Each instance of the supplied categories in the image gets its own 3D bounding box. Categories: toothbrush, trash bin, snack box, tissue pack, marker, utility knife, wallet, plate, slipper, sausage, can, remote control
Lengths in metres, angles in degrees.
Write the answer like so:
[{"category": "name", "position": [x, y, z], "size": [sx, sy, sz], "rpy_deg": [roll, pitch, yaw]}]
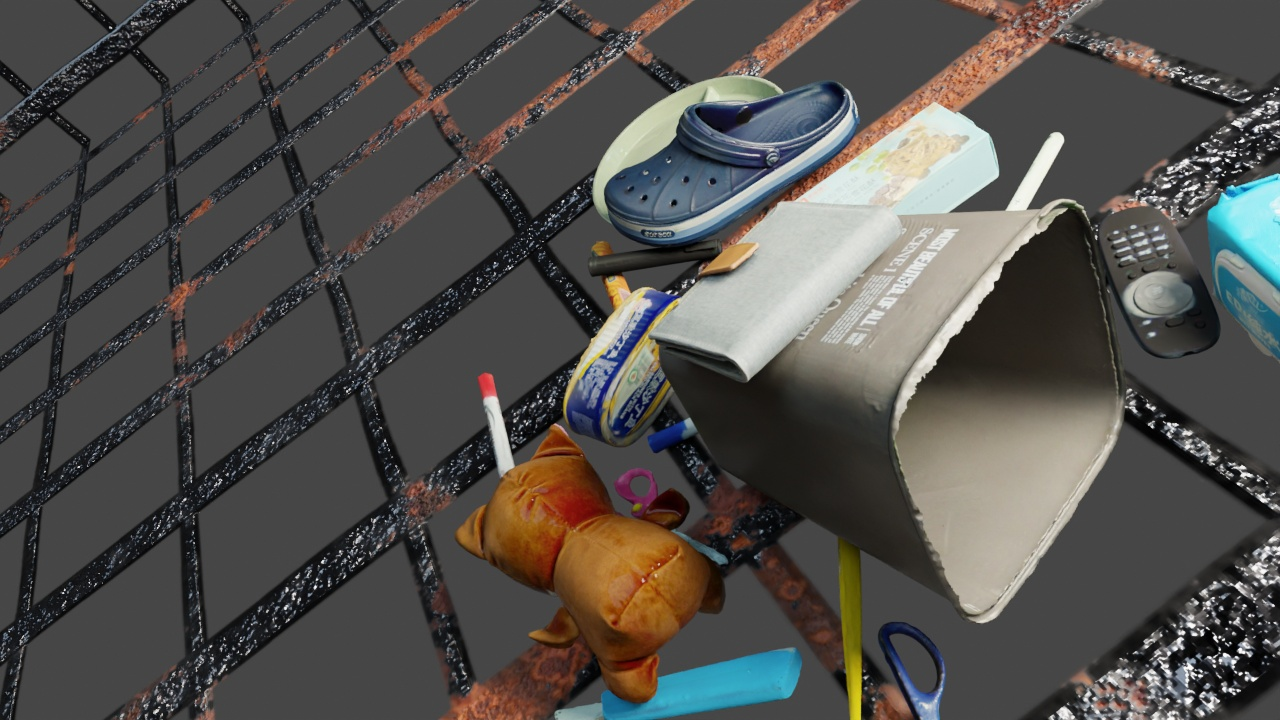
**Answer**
[{"category": "toothbrush", "position": [0.133, 0.175, 0.581], "size": [0.016, 0.016, 0.189], "rpy_deg": [-12, 48, 24]}, {"category": "trash bin", "position": [0.150, 0.010, 0.585], "size": [0.198, 0.199, 0.220], "rpy_deg": [-45, 36, -21]}, {"category": "snack box", "position": [0.208, -0.140, 0.781], "size": [0.175, 0.051, 0.074], "rpy_deg": [-35, 43, 3]}, {"category": "tissue pack", "position": [0.391, -0.038, 0.534], "size": [0.063, 0.090, 0.139], "rpy_deg": [-28, 43, 12]}, {"category": "marker", "position": [0.013, -0.099, 0.884], "size": [0.132, 0.022, 0.020], "rpy_deg": [-7, 79, 15]}, {"category": "toothbrush", "position": [0.290, -0.113, 0.725], "size": [0.020, 0.029, 0.189], "rpy_deg": [36, 72, 4]}, {"category": "utility knife", "position": [0.019, 0.225, 0.616], "size": [0.186, 0.018, 0.034], "rpy_deg": [-19, 30, 22]}, {"category": "wallet", "position": [0.072, -0.048, 0.537], "size": [0.129, 0.037, 0.107], "rpy_deg": [-43, 29, -14]}, {"category": "marker", "position": [0.073, 0.039, 0.743], "size": [0.146, 0.017, 0.016], "rpy_deg": [-26, 43, 14]}, {"category": "marker", "position": [-0.136, 0.063, 0.867], "size": [0.017, 0.017, 0.145], "rpy_deg": [-32, 42, 7]}, {"category": "plate", "position": [0.054, -0.216, 0.974], "size": [0.231, 0.027, 0.229], "rpy_deg": [-19, 44, 20]}, {"category": "slipper", "position": [0.078, -0.193, 0.851], "size": [0.253, 0.095, 0.105], "rpy_deg": [-24, 42, 10]}, {"category": "sausage", "position": [-0.024, -0.073, 0.905], "size": [0.021, 0.021, 0.165], "rpy_deg": [-31, 42, 8]}, {"category": "can", "position": [-0.005, 0.005, 0.785], "size": [0.049, 0.074, 0.148], "rpy_deg": [17, 65, 40]}, {"category": "remote control", "position": [0.350, -0.052, 0.625], "size": [0.053, 0.024, 0.136], "rpy_deg": [-15, 48, 21]}]

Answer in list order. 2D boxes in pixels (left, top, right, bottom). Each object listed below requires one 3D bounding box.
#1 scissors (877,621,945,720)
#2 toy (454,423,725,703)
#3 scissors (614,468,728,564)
[{"category": "scissors", "position": [0.155, 0.216, 0.509], "size": [0.176, 0.012, 0.162], "rpy_deg": [1, 39, 13]}, {"category": "toy", "position": [-0.037, 0.138, 0.659], "size": [0.200, 0.131, 0.139], "rpy_deg": [31, 62, 30]}, {"category": "scissors", "position": [0.009, 0.139, 0.703], "size": [0.076, 0.017, 0.137], "rpy_deg": [-43, 46, -6]}]
